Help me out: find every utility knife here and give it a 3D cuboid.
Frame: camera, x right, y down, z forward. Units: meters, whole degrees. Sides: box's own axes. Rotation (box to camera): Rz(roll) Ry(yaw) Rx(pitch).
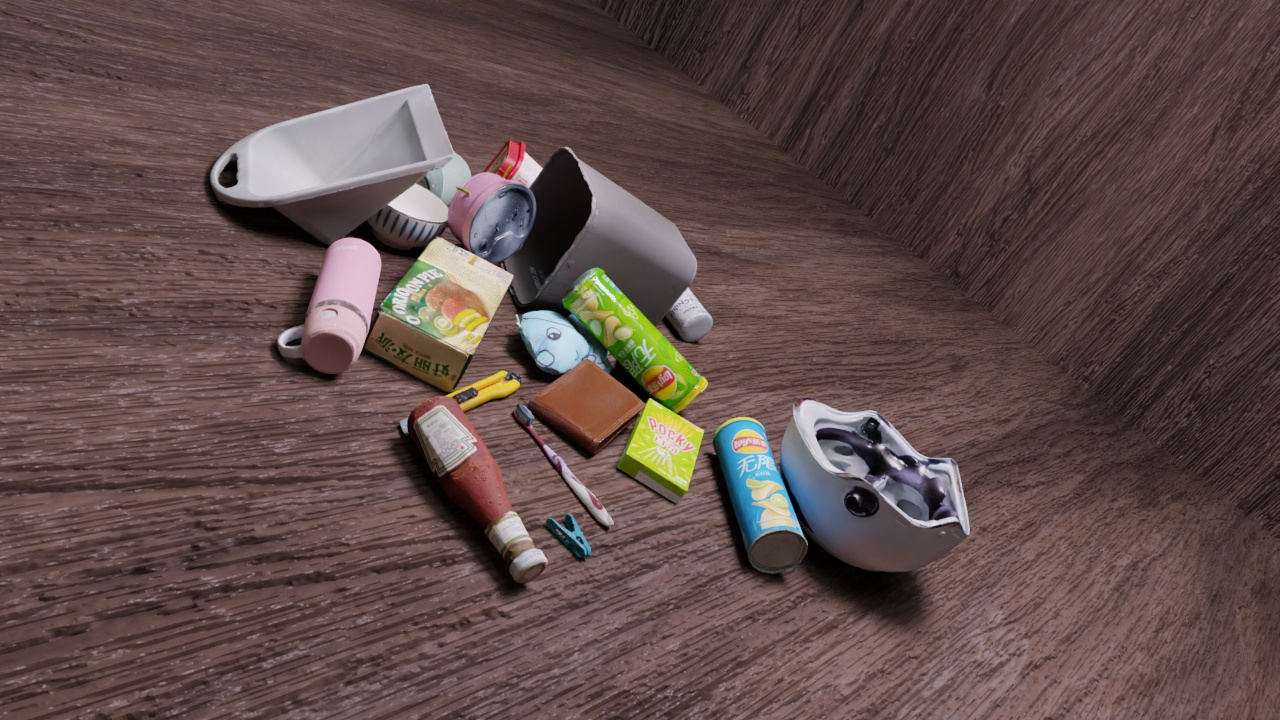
[{"bbox_3d":[-0.193,0.044,1.014,0.033,0.015,0.217,36,26,13],"label":"utility knife"}]

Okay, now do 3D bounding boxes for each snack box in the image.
[{"bbox_3d":[-0.235,-0.062,1.101,0.114,0.063,0.239,27,26,-10],"label":"snack box"},{"bbox_3d":[0.027,0.108,1.136,0.086,0.026,0.156,32,25,-2],"label":"snack box"}]

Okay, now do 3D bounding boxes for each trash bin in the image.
[{"bbox_3d":[-0.059,-0.156,1.337,0.219,0.199,0.198,22,28,-36],"label":"trash bin"}]

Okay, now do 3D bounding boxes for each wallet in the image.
[{"bbox_3d":[-0.063,0.055,1.109,0.101,0.032,0.124,38,37,11],"label":"wallet"}]

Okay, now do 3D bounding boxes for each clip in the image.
[{"bbox_3d":[-0.069,0.177,0.922,0.055,0.013,0.034,46,30,25],"label":"clip"}]

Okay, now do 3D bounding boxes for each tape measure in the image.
[{"bbox_3d":[-0.008,0.007,1.276,0.054,0.025,0.058,26,27,-11],"label":"tape measure"}]

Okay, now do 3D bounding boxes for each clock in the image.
[{"bbox_3d":[-0.203,-0.180,1.238,0.060,0.159,0.117,34,48,27],"label":"clock"}]

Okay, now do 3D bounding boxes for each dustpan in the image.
[{"bbox_3d":[-0.390,-0.264,1.141,0.142,0.258,0.222,42,14,-42],"label":"dustpan"}]

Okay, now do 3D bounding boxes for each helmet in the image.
[{"bbox_3d":[0.278,0.172,1.166,0.258,0.146,0.228,27,24,1],"label":"helmet"}]

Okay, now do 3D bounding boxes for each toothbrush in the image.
[{"bbox_3d":[-0.086,0.113,1.011,0.016,0.017,0.187,-4,43,-50],"label":"toothbrush"}]

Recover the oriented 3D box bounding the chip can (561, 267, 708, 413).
[{"bbox_3d":[-0.010,-0.026,1.217,0.221,0.073,0.072,46,25,-6],"label":"chip can"}]

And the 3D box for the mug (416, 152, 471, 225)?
[{"bbox_3d":[-0.302,-0.249,1.351,0.112,0.082,0.106,63,24,-10],"label":"mug"}]

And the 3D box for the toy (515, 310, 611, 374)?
[{"bbox_3d":[-0.101,-0.024,1.199,0.156,0.050,0.161,31,27,-22],"label":"toy"}]

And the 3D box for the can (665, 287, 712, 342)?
[{"bbox_3d":[0.059,-0.095,1.494,0.058,0.058,0.146,9,34,-39],"label":"can"}]

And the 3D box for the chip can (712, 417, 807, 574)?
[{"bbox_3d":[0.142,0.159,1.122,0.071,0.071,0.210,22,28,-21],"label":"chip can"}]

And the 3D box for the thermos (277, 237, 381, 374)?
[{"bbox_3d":[-0.334,-0.060,0.997,0.087,0.067,0.198,-6,35,-4],"label":"thermos"}]

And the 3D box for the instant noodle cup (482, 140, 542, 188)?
[{"bbox_3d":[-0.190,-0.270,1.477,0.124,0.116,0.116,34,24,-23],"label":"instant noodle cup"}]

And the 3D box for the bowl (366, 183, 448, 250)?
[{"bbox_3d":[-0.320,-0.191,1.230,0.116,0.066,0.116,26,25,-13],"label":"bowl"}]

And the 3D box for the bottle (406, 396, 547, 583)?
[{"bbox_3d":[-0.154,0.121,0.874,0.059,0.060,0.206,-1,44,-49],"label":"bottle"}]
